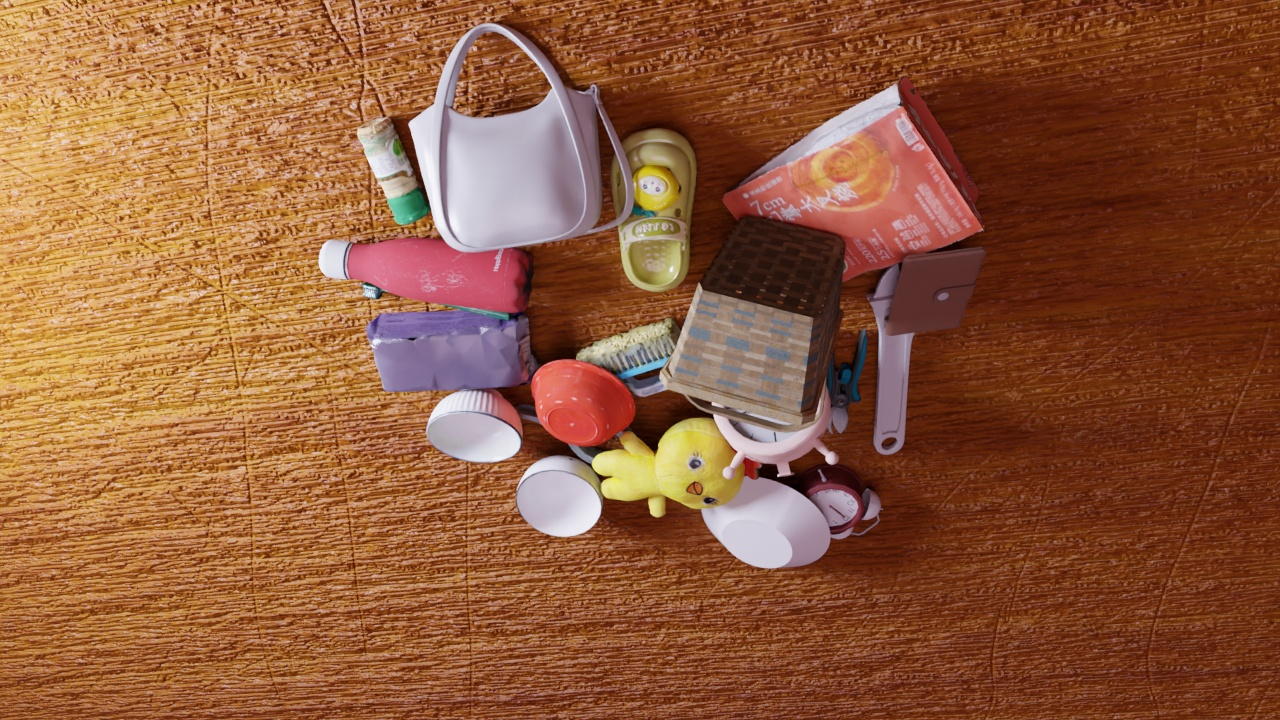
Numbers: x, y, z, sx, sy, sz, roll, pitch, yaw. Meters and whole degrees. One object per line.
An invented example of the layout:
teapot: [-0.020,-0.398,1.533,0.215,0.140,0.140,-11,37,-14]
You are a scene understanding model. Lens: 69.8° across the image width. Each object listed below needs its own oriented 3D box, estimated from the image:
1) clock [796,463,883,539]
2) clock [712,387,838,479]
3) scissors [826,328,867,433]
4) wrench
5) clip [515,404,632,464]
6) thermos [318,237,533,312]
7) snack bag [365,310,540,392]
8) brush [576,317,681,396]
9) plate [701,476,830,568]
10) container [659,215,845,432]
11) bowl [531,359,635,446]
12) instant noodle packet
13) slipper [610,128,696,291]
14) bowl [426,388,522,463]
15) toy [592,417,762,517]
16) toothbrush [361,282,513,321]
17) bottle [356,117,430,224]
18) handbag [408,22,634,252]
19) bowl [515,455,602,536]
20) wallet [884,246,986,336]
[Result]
clock: [0.252,0.184,1.182,0.124,0.044,0.087,37,120,-15]
clock: [0.152,0.051,1.061,0.131,0.160,0.086,-10,166,13]
scissors: [0.244,0.022,1.093,0.131,0.019,0.150,41,118,-18]
wrench: [0.306,0.002,1.070,0.087,0.018,0.274,-9,125,0]
clip: [-0.066,0.073,1.159,0.163,0.027,0.106,30,120,-14]
thermos: [-0.244,-0.103,1.037,0.240,0.073,0.073,7,123,3]
snack bag: [-0.225,-0.009,1.105,0.205,0.058,0.096,-3,122,9]
brush: [-0.006,0.006,1.090,0.136,0.055,0.075,-17,114,18]
plate: [0.156,0.225,1.193,0.174,0.036,0.174,15,134,16]
container: [0.121,-0.017,0.933,0.157,0.249,0.187,15,122,11]
bowl: [-0.074,0.060,1.088,0.130,0.045,0.131,11,137,10]
instant noodle packet: [0.217,-0.160,0.953,0.221,0.083,0.164,-27,121,32]
slipper: [0.011,-0.148,0.975,0.092,0.081,0.191,4,126,7]
bowl: [-0.203,0.072,1.143,0.118,0.062,0.118,2,144,1]
toy: [0.045,0.130,1.138,0.208,0.092,0.134,-14,125,7]
toothbrush: [-0.240,-0.067,1.073,0.190,0.016,0.017,11,104,12]
bottle: [-0.267,-0.205,0.993,0.043,0.043,0.111,-11,119,14]
handbag: [-0.124,-0.230,0.939,0.216,0.095,0.223,-8,101,2]
bowl: [-0.103,0.170,1.203,0.113,0.063,0.114,3,123,5]
wallet: [0.313,-0.071,0.981,0.087,0.013,0.121,-7,141,-2]
